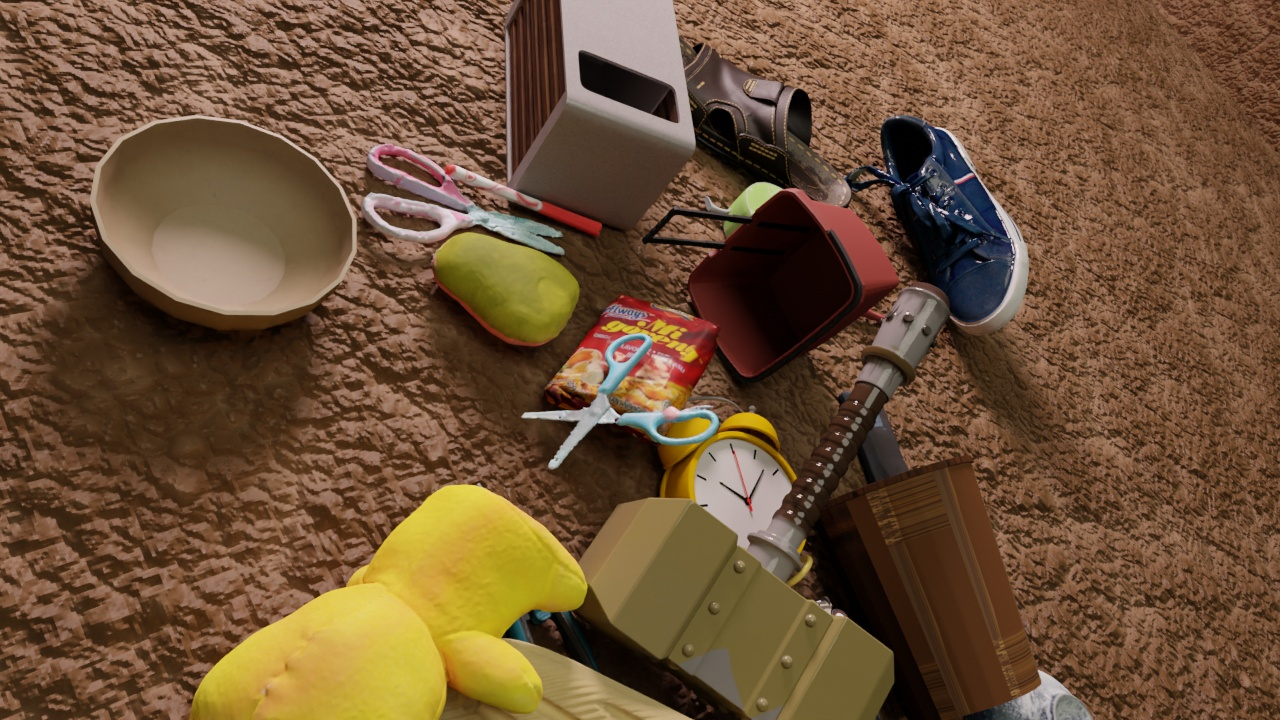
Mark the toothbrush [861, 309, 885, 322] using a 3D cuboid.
[{"bbox_3d":[0.214,-0.055,0.921,0.189,0.016,0.016,17,48,-25],"label":"toothbrush"}]

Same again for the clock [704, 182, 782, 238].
[{"bbox_3d":[0.129,-0.129,0.894,0.119,0.043,0.094,2,60,-34],"label":"clock"}]

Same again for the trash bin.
[{"bbox_3d":[-0.043,-0.247,0.805,0.114,0.115,0.228,13,54,-28],"label":"trash bin"}]

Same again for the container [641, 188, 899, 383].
[{"bbox_3d":[0.107,-0.064,0.761,0.200,0.148,0.127,-10,65,-49],"label":"container"}]

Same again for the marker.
[{"bbox_3d":[-0.094,-0.131,0.753,0.142,0.013,0.012,18,51,-30],"label":"marker"}]

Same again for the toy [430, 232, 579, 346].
[{"bbox_3d":[-0.101,-0.058,0.680,0.110,0.051,0.089,32,45,-9],"label":"toy"}]

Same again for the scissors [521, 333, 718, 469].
[{"bbox_3d":[-0.013,0.023,0.628,0.135,0.015,0.133,2,46,7],"label":"scissors"}]

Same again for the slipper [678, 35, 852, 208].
[{"bbox_3d":[0.122,-0.251,0.950,0.268,0.076,0.112,38,46,-7],"label":"slipper"}]

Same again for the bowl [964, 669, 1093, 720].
[{"bbox_3d":[0.319,0.292,0.724,0.114,0.061,0.114,19,50,-24],"label":"bowl"}]

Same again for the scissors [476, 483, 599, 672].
[{"bbox_3d":[-0.068,0.148,0.582,0.142,0.019,0.127,26,54,-9],"label":"scissors"}]

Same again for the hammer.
[{"bbox_3d":[0.119,0.077,0.612,0.190,0.101,0.324,38,71,-6],"label":"hammer"}]

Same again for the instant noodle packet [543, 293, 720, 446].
[{"bbox_3d":[-0.004,0.004,0.692,0.099,0.040,0.135,18,45,17],"label":"instant noodle packet"}]

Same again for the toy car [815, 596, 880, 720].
[{"bbox_3d":[0.137,0.220,0.659,0.037,0.040,0.092,-5,60,-34],"label":"toy car"}]

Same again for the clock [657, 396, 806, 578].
[{"bbox_3d":[0.069,0.097,0.692,0.113,0.052,0.151,1,64,-34],"label":"clock"}]

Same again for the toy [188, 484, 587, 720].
[{"bbox_3d":[-0.122,0.143,0.472,0.134,0.087,0.193,20,42,34],"label":"toy"}]

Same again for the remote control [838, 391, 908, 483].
[{"bbox_3d":[0.222,0.093,0.819,0.047,0.022,0.150,2,59,-33],"label":"remote control"}]

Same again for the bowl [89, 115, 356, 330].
[{"bbox_3d":[-0.263,-0.080,0.582,0.152,0.051,0.152,18,52,-24],"label":"bowl"}]

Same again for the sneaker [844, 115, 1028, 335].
[{"bbox_3d":[0.321,-0.161,1.009,0.127,0.121,0.294,21,46,-38],"label":"sneaker"}]

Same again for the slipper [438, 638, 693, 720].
[{"bbox_3d":[-0.003,0.251,0.521,0.261,0.079,0.111,29,68,6],"label":"slipper"}]

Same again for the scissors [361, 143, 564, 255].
[{"bbox_3d":[-0.133,-0.104,0.717,0.178,0.016,0.102,24,45,-24],"label":"scissors"}]

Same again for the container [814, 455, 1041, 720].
[{"bbox_3d":[0.219,0.173,0.696,0.132,0.133,0.167,-6,70,-37],"label":"container"}]
